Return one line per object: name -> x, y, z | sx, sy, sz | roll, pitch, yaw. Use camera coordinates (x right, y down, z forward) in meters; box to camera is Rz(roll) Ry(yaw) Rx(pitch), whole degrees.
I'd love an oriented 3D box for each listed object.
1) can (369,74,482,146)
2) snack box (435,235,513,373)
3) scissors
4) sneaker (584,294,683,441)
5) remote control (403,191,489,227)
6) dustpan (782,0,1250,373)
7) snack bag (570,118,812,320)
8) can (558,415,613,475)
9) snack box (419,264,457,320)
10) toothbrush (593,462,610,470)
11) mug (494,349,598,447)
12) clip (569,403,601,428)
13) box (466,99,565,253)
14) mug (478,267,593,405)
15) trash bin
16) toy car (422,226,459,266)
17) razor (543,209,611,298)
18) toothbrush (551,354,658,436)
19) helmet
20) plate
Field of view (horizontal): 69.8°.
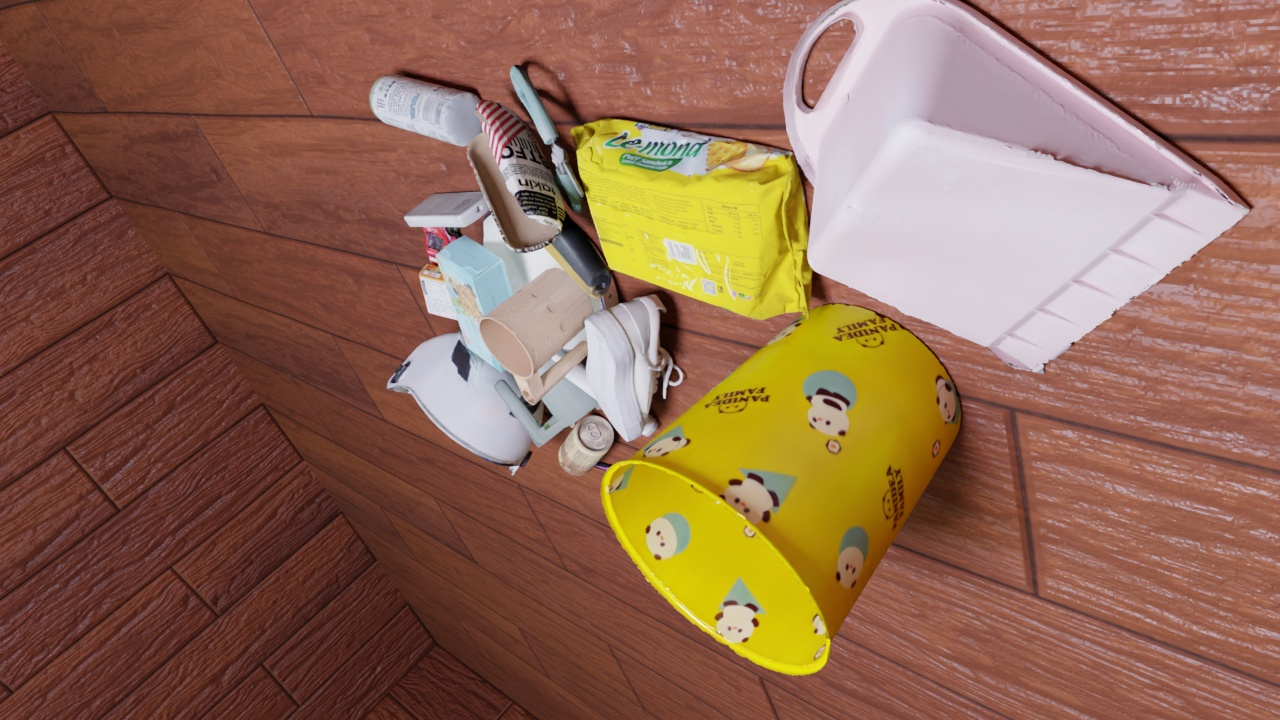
can -> -0.241, -0.283, 1.033 | 0.147, 0.058, 0.058 | 24, 144, 36
snack box -> -0.197, -0.068, 1.158 | 0.074, 0.051, 0.175 | 33, 149, 31
scissors -> -0.084, -0.203, 0.913 | 0.170, 0.019, 0.181 | 61, 174, 29
sneaker -> -0.006, 0.006, 1.061 | 0.089, 0.090, 0.243 | 51, 162, 26
remote control -> -0.240, -0.188, 1.151 | 0.150, 0.058, 0.021 | 11, 138, 48
dustpan -> 0.228, -0.135, 0.642 | 0.273, 0.138, 0.223 | 19, 150, -7
snack bag -> 0.045, -0.126, 0.838 | 0.247, 0.068, 0.158 | 21, 143, 37
can -> -0.080, 0.124, 1.328 | 0.058, 0.058, 0.117 | 45, 152, 4
snack box -> -0.221, -0.080, 1.241 | 0.154, 0.026, 0.075 | 15, 142, 12
toothbrush -> -0.046, 0.162, 1.382 | 0.189, 0.017, 0.014 | 9, 133, 53
mug -> -0.116, 0.036, 1.203 | 0.103, 0.124, 0.084 | 53, 170, -7
clip -> -0.106, 0.043, 1.271 | 0.099, 0.066, 0.034 | 58, 152, 3
box -> -0.130, -0.179, 0.920 | 0.088, 0.076, 0.163 | -47, 58, 33
mug -> -0.109, -0.028, 1.034 | 0.084, 0.103, 0.125 | 17, 140, 42
trash bin -> 0.134, 0.096, 0.799 | 0.230, 0.254, 0.230 | 34, 149, 23
toy car -> -0.264, -0.148, 1.250 | 0.053, 0.045, 0.121 | 18, 138, 39
razor -> -0.087, -0.130, 0.957 | 0.167, 0.062, 0.068 | 51, 132, 22
toothbrush -> -0.068, 0.025, 1.156 | 0.221, 0.026, 0.027 | 38, 152, -18
helmet -> -0.226, 0.042, 1.307 | 0.229, 0.146, 0.259 | 37, 175, -13
plate -> -0.104, -0.100, 1.093 | 0.205, 0.045, 0.205 | 33, 147, 24
